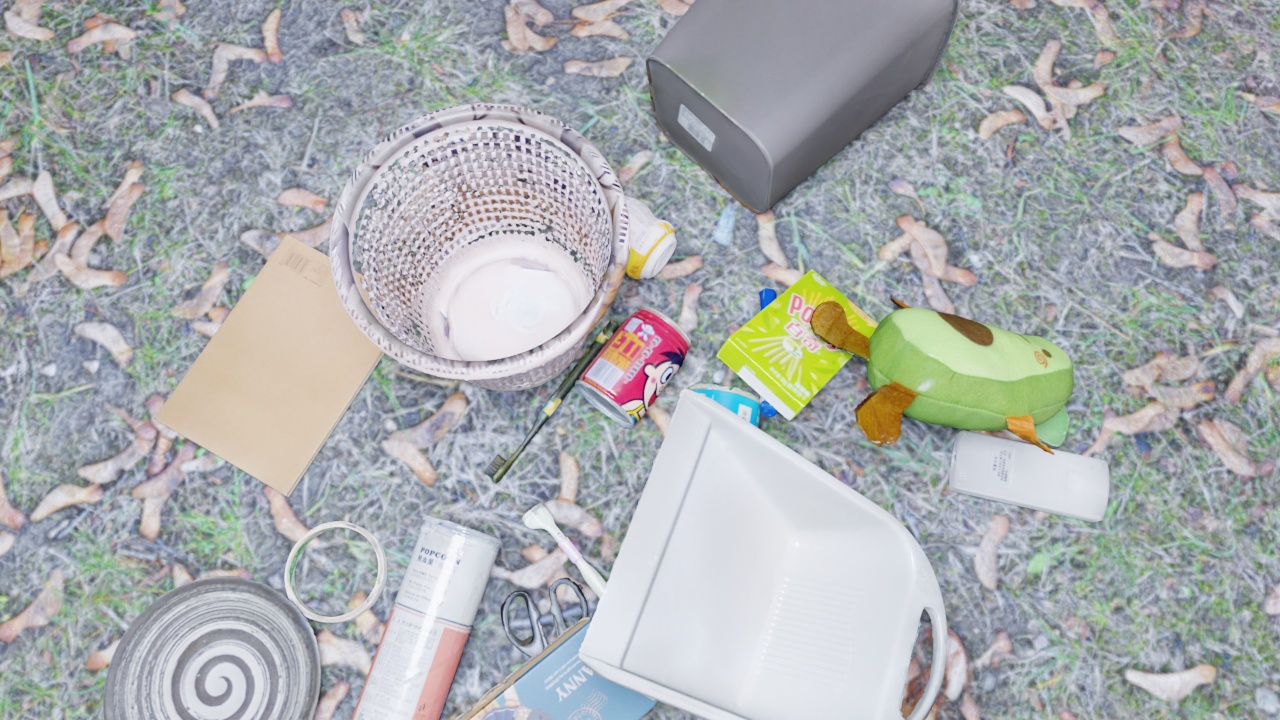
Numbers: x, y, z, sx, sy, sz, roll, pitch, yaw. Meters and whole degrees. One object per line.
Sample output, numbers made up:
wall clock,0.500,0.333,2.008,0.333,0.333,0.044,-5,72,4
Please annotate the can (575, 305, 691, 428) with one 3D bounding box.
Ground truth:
can,-0.005,0.005,0.820,0.066,0.066,0.093,35,76,10

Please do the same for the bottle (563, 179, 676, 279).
bottle,-0.020,-0.126,0.861,0.108,0.063,0.063,38,77,10

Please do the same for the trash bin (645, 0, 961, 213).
trash bin,0.135,-0.278,0.848,0.219,0.199,0.198,-44,77,-5

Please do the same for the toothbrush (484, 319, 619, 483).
toothbrush,-0.080,0.034,0.841,0.017,0.012,0.185,32,76,20

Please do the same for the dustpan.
dustpan,0.118,0.179,0.693,0.143,0.258,0.222,-1,56,40

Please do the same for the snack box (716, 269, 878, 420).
snack box,0.143,-0.018,0.810,0.086,0.026,0.156,43,46,11

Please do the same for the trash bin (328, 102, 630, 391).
trash bin,-0.120,-0.069,0.775,0.227,0.192,0.227,0,73,0

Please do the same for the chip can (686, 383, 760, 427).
chip can,0.053,0.129,0.782,0.071,0.071,0.210,11,73,3

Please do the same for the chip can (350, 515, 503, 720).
chip can,-0.181,0.240,0.748,0.071,0.071,0.214,17,74,5

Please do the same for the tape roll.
tape roll,-0.263,0.183,0.795,0.086,0.014,0.085,0,73,0

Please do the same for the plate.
plate,-0.353,0.272,0.765,0.179,0.024,0.179,0,72,-1

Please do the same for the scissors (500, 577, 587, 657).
scissors,-0.073,0.273,0.772,0.146,0.014,0.171,20,77,4

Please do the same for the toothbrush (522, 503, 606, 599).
toothbrush,-0.033,0.199,0.789,0.189,0.020,0.029,48,46,11

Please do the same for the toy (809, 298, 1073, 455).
toy,0.270,0.009,0.783,0.246,0.090,0.226,3,38,-23

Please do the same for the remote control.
remote control,0.346,0.103,0.816,0.135,0.019,0.056,12,74,3

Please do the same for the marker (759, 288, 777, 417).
marker,0.115,-0.009,0.820,0.017,0.017,0.145,5,48,1

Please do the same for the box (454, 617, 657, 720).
box,-0.071,0.281,0.725,0.184,0.061,0.090,-38,88,-18

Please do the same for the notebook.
notebook,-0.327,-0.001,0.851,0.149,0.012,0.211,28,75,9
